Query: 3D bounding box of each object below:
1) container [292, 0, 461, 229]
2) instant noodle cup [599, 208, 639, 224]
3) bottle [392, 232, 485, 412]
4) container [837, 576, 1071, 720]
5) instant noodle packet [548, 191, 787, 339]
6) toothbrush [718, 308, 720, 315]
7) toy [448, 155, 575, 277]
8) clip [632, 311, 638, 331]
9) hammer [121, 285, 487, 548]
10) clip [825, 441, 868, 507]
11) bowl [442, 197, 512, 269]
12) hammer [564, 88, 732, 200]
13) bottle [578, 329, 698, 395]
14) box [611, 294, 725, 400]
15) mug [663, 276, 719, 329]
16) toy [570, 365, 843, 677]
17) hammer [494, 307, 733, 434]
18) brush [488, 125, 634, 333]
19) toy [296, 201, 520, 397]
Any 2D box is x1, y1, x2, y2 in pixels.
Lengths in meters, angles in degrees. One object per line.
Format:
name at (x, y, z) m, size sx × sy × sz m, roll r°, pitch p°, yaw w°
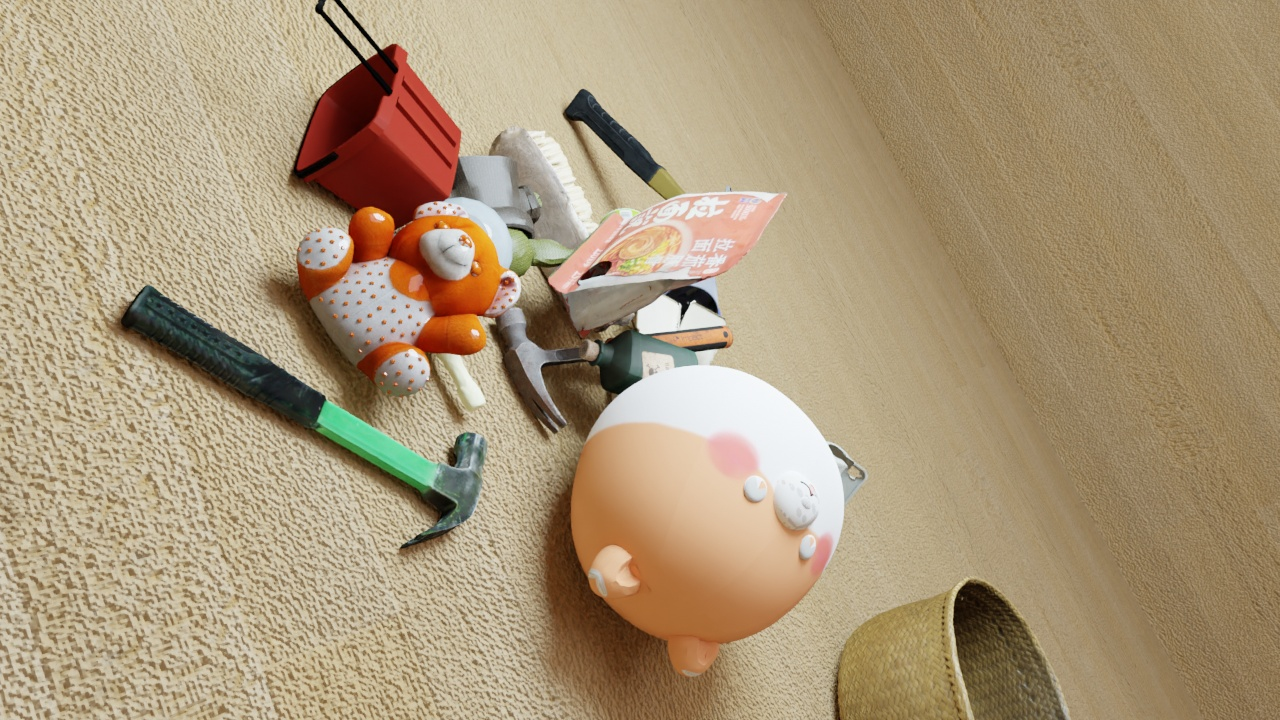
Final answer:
container at (-0.272, -0.239, 0.881) m, size 0.201 × 0.127 × 0.147 m, roll 44°, pitch 33°, yaw -40°
instant noodle cup at (-0.017, -0.140, 1.197) m, size 0.099 × 0.099 × 0.107 m, roll 36°, pitch 30°, yaw -32°
bottle at (-0.200, -0.034, 0.883) m, size 0.184 × 0.045 × 0.045 m, roll 61°, pitch 31°, yaw 4°
container at (0.392, 0.447, 1.162) m, size 0.307 × 0.197 × 0.306 m, roll 33°, pitch 41°, yaw -35°
instant noodle packet at (0.037, -0.111, 0.970) m, size 0.163 × 0.221 × 0.084 m, roll -52°, pitch 123°, yaw -44°
toothbrush at (0.094, -0.023, 1.325) m, size 0.016 × 0.018 × 0.182 m, roll 47°, pitch 36°, yaw -19°
toy at (-0.167, -0.154, 1.001) m, size 0.179 × 0.078 × 0.152 m, roll -7°, pitch 72°, yaw -29°
clip at (0.008, -0.063, 1.210) m, size 0.024 × 0.041 × 0.060 m, roll 20°, pitch 43°, yaw -44°
hammer at (-0.261, 0.044, 0.745) m, size 0.318 × 0.032 × 0.130 m, roll 38°, pitch 37°, yaw -29°
clip at (0.212, 0.157, 1.241) m, size 0.152 × 0.126 × 0.095 m, roll 37°, pitch 22°, yaw 9°
bowl at (-0.180, -0.117, 0.923) m, size 0.106 × 0.039 × 0.106 m, roll 2°, pitch 82°, yaw -12°
hammer at (0.007, -0.267, 1.260) m, size 0.333 × 0.118 × 0.025 m, roll 49°, pitch 20°, yaw 26°
bottle at (-0.006, 0.006, 0.988) m, size 0.131 × 0.061 × 0.061 m, roll 19°, pitch 59°, yaw -31°
box at (0.042, 0.001, 1.138) m, size 0.143 × 0.050 × 0.183 m, roll 26°, pitch 50°, yaw -26°
mug at (0.070, -0.064, 1.257) m, size 0.103 × 0.084 × 0.124 m, roll -82°, pitch 157°, yaw -64°
toy at (0.061, 0.147, 0.892) m, size 0.263 × 0.267 × 0.279 m, roll 48°, pitch 50°, yaw -20°
hammer at (-0.009, -0.002, 1.055) m, size 0.313 × 0.035 × 0.137 m, roll -8°, pitch 71°, yaw -38°
brush at (-0.094, -0.158, 1.105) m, size 0.271 × 0.083 × 0.056 m, roll 60°, pitch 31°, yaw 4°
toy at (-0.198, -0.068, 0.816) m, size 0.172 × 0.093 × 0.164 m, roll -37°, pitch 89°, yaw -28°
